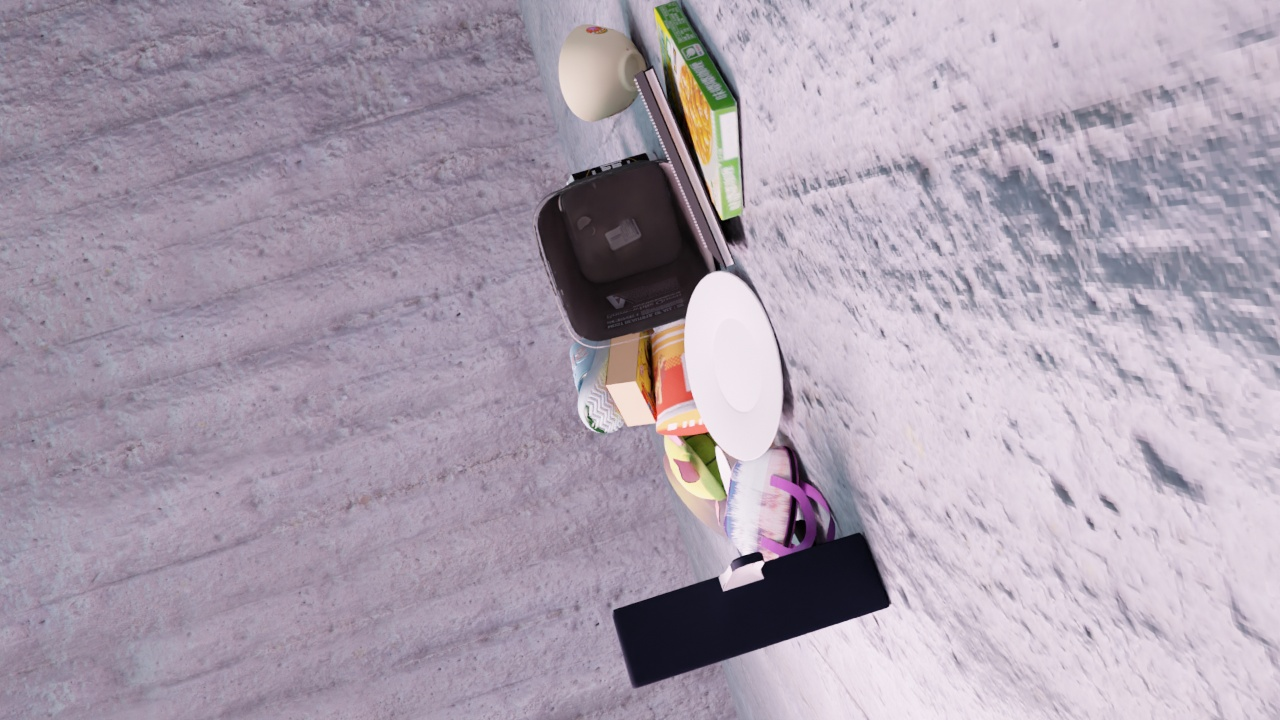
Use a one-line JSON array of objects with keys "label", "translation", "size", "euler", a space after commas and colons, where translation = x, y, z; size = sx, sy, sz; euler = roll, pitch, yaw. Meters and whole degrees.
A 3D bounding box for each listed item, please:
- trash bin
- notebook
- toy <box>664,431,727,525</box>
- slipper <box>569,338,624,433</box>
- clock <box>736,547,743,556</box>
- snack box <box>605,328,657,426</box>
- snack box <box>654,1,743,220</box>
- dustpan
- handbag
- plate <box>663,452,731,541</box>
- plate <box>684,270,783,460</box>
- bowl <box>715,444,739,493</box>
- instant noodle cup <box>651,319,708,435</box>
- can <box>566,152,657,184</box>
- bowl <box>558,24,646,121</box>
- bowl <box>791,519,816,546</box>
[{"label": "trash bin", "translation": [-0.020, -0.154, 1.158], "size": [0.220, 0.197, 0.197], "euler": [-102, -6, -71]}, {"label": "notebook", "translation": [0.044, -0.201, 0.950], "size": [0.149, 0.016, 0.207], "euler": [-102, -12, -74]}, {"label": "toy", "translation": [0.087, 0.147, 1.351], "size": [0.190, 0.088, 0.238], "euler": [58, -171, 21]}, {"label": "slipper", "translation": [-0.052, 0.003, 1.250], "size": [0.244, 0.074, 0.104], "euler": [-79, -25, -47]}, {"label": "clock", "translation": [0.156, 0.228, 1.310], "size": [0.090, 0.052, 0.129], "euler": [87, 169, -74]}, {"label": "snack box", "translation": [-0.007, 0.007, 1.190], "size": [0.088, 0.040, 0.125], "euler": [65, -157, -47]}, {"label": "snack box", "translation": [0.055, -0.236, 0.868], "size": [0.132, 0.027, 0.167], "euler": [76, 174, -54]}, {"label": "dustpan", "translation": [0.094, 0.219, 0.832], "size": [0.273, 0.236, 0.080], "euler": [90, 163, -76]}, {"label": "handbag", "translation": [0.153, 0.166, 0.977], "size": [0.170, 0.068, 0.144], "euler": [-168, 86, -74]}, {"label": "plate", "translation": [0.112, 0.210, 1.465], "size": [0.188, 0.016, 0.188], "euler": [39, -162, -16]}, {"label": "plate", "translation": [0.103, 0.005, 1.004], "size": [0.209, 0.015, 0.208], "euler": [170, 90, -67]}, {"label": "bowl", "translation": [0.138, 0.147, 1.117], "size": [0.113, 0.063, 0.113], "euler": [160, 91, -86]}, {"label": "instant noodle cup", "translation": [0.070, 0.019, 1.172], "size": [0.123, 0.123, 0.121], "euler": [85, 174, -71]}, {"label": "can", "translation": [-0.034, -0.242, 1.288], "size": [0.072, 0.128, 0.072], "euler": [161, 92, -86]}, {"label": "bowl", "translation": [-0.035, -0.359, 1.141], "size": [0.074, 0.117, 0.118], "euler": [10, 128, 36]}, {"label": "bowl", "translation": [0.170, 0.244, 1.019], "size": [0.052, 0.124, 0.124], "euler": [34, 179, -5]}]
